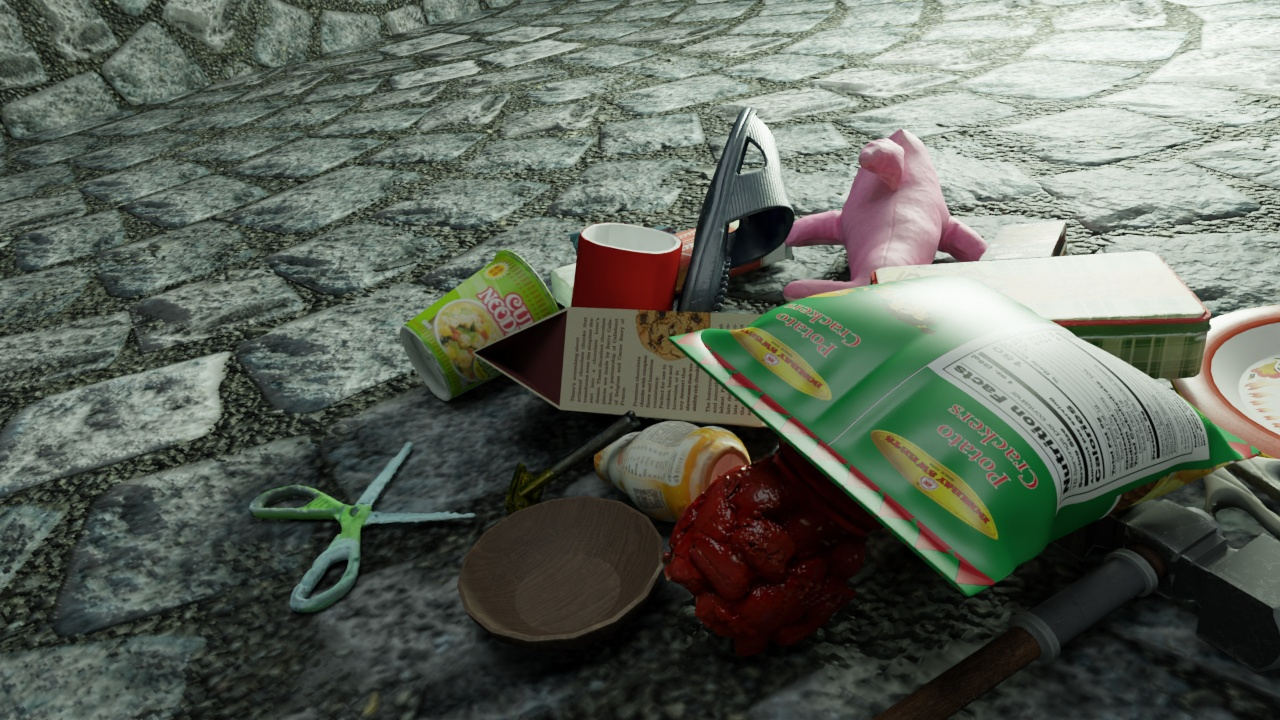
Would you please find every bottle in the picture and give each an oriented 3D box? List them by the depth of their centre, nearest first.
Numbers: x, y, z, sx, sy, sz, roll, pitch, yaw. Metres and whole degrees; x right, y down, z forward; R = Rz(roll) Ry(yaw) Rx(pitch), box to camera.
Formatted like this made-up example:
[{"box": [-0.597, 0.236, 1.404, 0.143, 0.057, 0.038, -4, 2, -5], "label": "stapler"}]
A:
[{"box": [0.072, 0.096, 0.485, 0.111, 0.099, 0.099, -51, 31, 10], "label": "bottle"}, {"box": [0.017, 0.069, 0.577, 0.063, 0.063, 0.109, -31, 23, -35], "label": "bottle"}]

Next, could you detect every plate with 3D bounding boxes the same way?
[{"box": [0.461, 0.025, 0.574, 0.230, 0.021, 0.229, -7, 29, 4], "label": "plate"}]

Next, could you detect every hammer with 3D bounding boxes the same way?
[{"box": [0.156, 0.147, 0.428, 0.321, 0.043, 0.156, -23, 33, -20], "label": "hammer"}]

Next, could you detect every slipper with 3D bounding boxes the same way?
[{"box": [0.092, -0.118, 0.804, 0.082, 0.101, 0.262, 17, 58, 1], "label": "slipper"}]

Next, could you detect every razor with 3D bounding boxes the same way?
[{"box": [-0.042, 0.063, 0.590, 0.106, 0.026, 0.042, -35, 19, 24], "label": "razor"}]

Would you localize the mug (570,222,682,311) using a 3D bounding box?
[{"box": [-0.009, -0.058, 0.754, 0.080, 0.097, 0.116, 13, 22, 11], "label": "mug"}]

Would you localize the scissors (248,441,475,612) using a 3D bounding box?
[{"box": [-0.191, 0.106, 0.618, 0.171, 0.021, 0.171, -3, 26, 16], "label": "scissors"}]

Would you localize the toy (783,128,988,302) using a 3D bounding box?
[{"box": [0.218, -0.129, 0.806, 0.187, 0.128, 0.264, 5, 38, 16], "label": "toy"}]

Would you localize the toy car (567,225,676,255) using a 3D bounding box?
[{"box": [-0.017, -0.116, 0.932, 0.108, 0.027, 0.060, -3, -4, 13], "label": "toy car"}]

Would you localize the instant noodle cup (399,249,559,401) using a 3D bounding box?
[{"box": [-0.132, -0.024, 0.754, 0.107, 0.099, 0.099, -34, 38, -25], "label": "instant noodle cup"}]

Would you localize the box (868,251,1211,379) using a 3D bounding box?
[{"box": [0.266, -0.031, 0.639, 0.206, 0.050, 0.117, -1, 31, 12], "label": "box"}]

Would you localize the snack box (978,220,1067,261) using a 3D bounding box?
[{"box": [0.319, -0.085, 0.761, 0.051, 0.032, 0.140, 0, 18, 30], "label": "snack box"}]

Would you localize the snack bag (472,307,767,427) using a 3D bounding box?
[{"box": [-0.004, 0.004, 0.645, 0.207, 0.070, 0.094, 3, -3, 20], "label": "snack bag"}]

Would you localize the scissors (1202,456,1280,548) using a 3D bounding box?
[{"box": [0.344, 0.054, 0.533, 0.133, 0.012, 0.169, -10, 38, 25], "label": "scissors"}]

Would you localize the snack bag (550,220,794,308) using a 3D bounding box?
[{"box": [0.029, -0.091, 0.877, 0.225, 0.041, 0.077, -20, 30, -16], "label": "snack bag"}]

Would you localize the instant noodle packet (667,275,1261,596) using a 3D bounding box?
[{"box": [0.170, 0.019, 0.477, 0.252, 0.090, 0.195, -11, 37, -34], "label": "instant noodle packet"}]

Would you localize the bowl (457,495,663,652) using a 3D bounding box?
[{"box": [-0.043, 0.125, 0.523, 0.118, 0.030, 0.117, -7, 30, 4], "label": "bowl"}]
